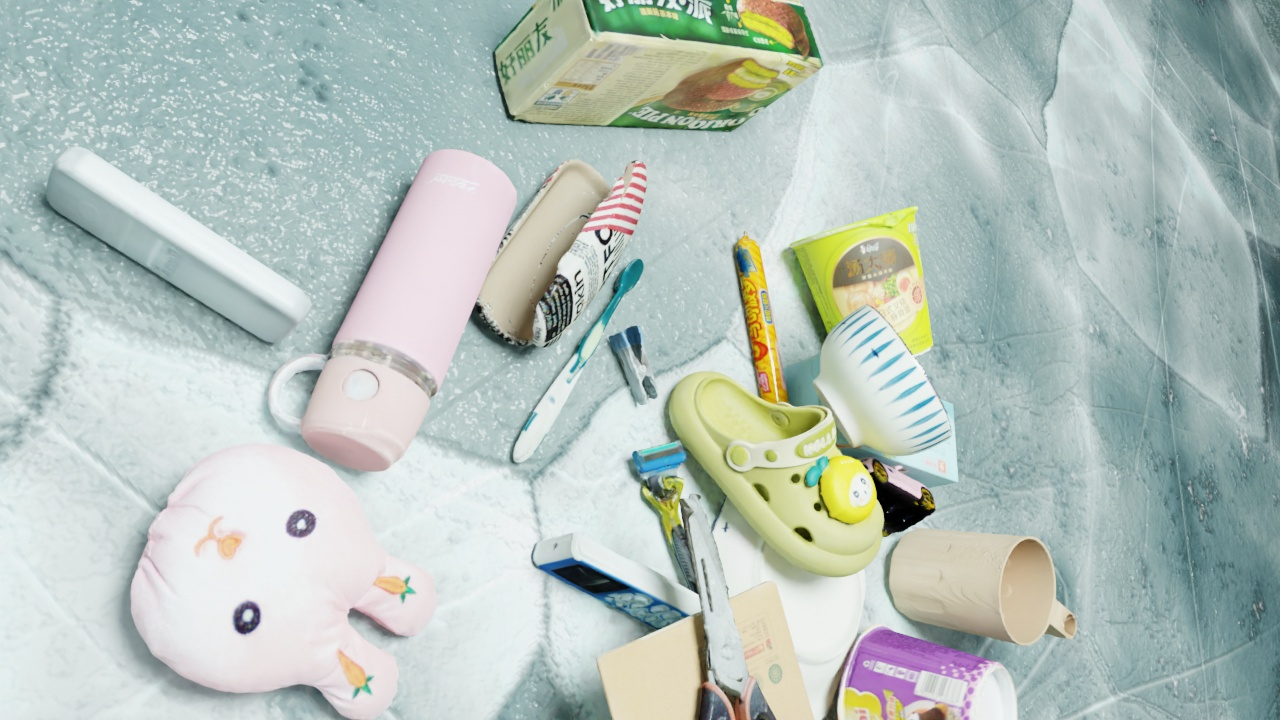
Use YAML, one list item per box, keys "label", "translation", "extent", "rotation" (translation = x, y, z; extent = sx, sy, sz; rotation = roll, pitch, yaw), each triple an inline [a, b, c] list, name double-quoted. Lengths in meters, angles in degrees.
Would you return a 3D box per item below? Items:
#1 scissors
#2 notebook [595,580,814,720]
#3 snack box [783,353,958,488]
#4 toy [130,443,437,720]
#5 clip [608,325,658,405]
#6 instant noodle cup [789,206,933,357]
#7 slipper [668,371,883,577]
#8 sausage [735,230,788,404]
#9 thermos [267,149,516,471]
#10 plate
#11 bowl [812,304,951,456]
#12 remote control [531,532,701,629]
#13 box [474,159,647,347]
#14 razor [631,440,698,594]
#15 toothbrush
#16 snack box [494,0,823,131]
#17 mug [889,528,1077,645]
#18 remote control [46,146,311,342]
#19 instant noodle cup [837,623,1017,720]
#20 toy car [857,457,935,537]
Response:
- label: "scissors"
  translation: [0.040, 0.188, 0.527]
  extent: [0.208, 0.015, 0.184]
  rotation: [51, 52, -13]
- label: "notebook"
  translation: [0.058, 0.251, 0.537]
  extent: [0.147, 0.008, 0.207]
  rotation: [-11, 82, -40]
- label: "snack box"
  translation: [0.198, 0.056, 0.783]
  extent: [0.174, 0.052, 0.074]
  rotation: [19, 63, -31]
- label: "toy"
  translation: [-0.176, 0.117, 0.475]
  extent: [0.159, 0.054, 0.121]
  rotation: [40, 54, -30]
- label: "clip"
  translation: [-0.004, 0.004, 0.664]
  extent: [0.038, 0.026, 0.058]
  rotation: [-25, 98, -29]
- label: "instant noodle cup"
  translation: [0.200, -0.058, 0.795]
  extent: [0.111, 0.112, 0.123]
  rotation: [-19, 94, -40]
- label: "slipper"
  translation: [0.104, 0.071, 0.660]
  extent: [0.190, 0.082, 0.091]
  rotation: [44, 46, 9]
- label: "sausage"
  translation: [0.100, -0.029, 0.757]
  extent: [0.021, 0.022, 0.165]
  rotation: [2, 73, -38]
- label: "thermos"
  translation: [-0.145, -0.035, 0.547]
  extent: [0.087, 0.067, 0.198]
  rotation: [17, 62, 3]
- label: "plate"
  translation: [0.118, 0.172, 0.693]
  extent: [0.164, 0.034, 0.163]
  rotation: [42, 53, -19]
- label: "bowl"
  translation: [0.171, 0.024, 0.683]
  extent: [0.066, 0.116, 0.116]
  rotation: [-32, 98, 5]
- label: "remote control"
  translation: [-0.008, 0.146, 0.594]
  extent: [0.125, 0.049, 0.024]
  rotation: [33, 55, -25]
- label: "box"
  translation: [-0.058, -0.080, 0.634]
  extent: [0.087, 0.076, 0.162]
  rotation: [18, 56, 12]
- label: "razor"
  translation: [0.030, 0.129, 0.644]
  extent: [0.042, 0.022, 0.142]
  rotation: [-12, 78, -34]
- label: "toothbrush"
  translation: [-0.042, -0.004, 0.643]
  extent: [0.016, 0.018, 0.191]
  rotation: [42, 56, -19]
- label: "snack box"
  translation: [0.020, -0.231, 0.703]
  extent: [0.239, 0.115, 0.063]
  rotation: [-10, 80, -39]
- label: "mug"
  translation: [0.284, 0.192, 0.763]
  extent: [0.124, 0.104, 0.084]
  rotation: [37, 66, -31]
- label: "remote control"
  translation: [-0.239, -0.057, 0.480]
  extent: [0.136, 0.056, 0.020]
  rotation: [37, 57, -22]
- label: "instant noodle cup"
  translation: [0.217, 0.260, 0.682]
  extent: [0.111, 0.099, 0.111]
  rotation: [3, 86, -49]
- label: "toy car"
  translation: [0.196, 0.110, 0.758]
  extent: [0.122, 0.056, 0.037]
  rotation: [28, 32, -37]
